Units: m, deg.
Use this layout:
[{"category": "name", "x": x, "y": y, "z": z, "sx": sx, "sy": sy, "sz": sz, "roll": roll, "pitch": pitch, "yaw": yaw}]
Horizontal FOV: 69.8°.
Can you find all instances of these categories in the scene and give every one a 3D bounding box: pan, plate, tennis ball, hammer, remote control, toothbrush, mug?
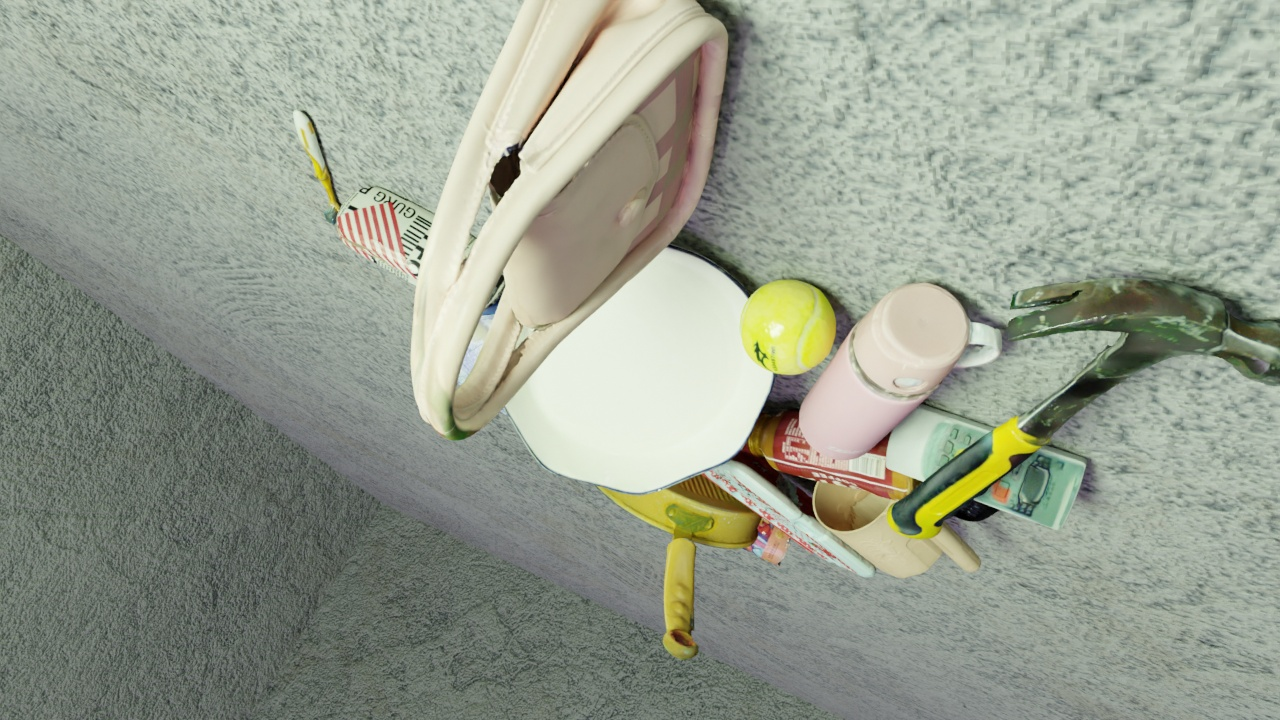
[{"category": "pan", "x": 0.037, "y": 0.168, "z": 0.907, "sx": 0.197, "sy": 0.078, "sz": 0.357, "roll": 21, "pitch": -168, "yaw": -7}, {"category": "plate", "x": -0.004, "y": 0.004, "z": 0.692, "sx": 0.205, "sy": 0.205, "sz": 0.045, "roll": 35, "pitch": -161, "yaw": -17}, {"category": "tennis ball", "x": 0.100, "y": -0.023, "z": 0.626, "sx": 0.065, "sy": 0.065, "sz": 0.065, "roll": 25, "pitch": 160, "yaw": 10}, {"category": "hammer", "x": 0.232, "y": 0.048, "z": 0.575, "sx": 0.126, "sy": 0.031, "sz": 0.324, "roll": 19, "pitch": 150, "yaw": -1}, {"category": "remote control", "x": 0.277, "y": 0.102, "z": 0.752, "sx": 0.053, "sy": 0.024, "sz": 0.136, "roll": 27, "pitch": 160, "yaw": 12}, {"category": "toothbrush", "x": -0.300, "y": -0.174, "z": 0.853, "sx": 0.016, "sy": 0.018, "sz": 0.192, "roll": 26, "pitch": 160, "yaw": 1}, {"category": "mug", "x": 0.232, "y": 0.144, "z": 0.821, "sx": 0.103, "sy": 0.084, "sz": 0.125, "roll": 40, "pitch": 165, "yaw": -34}, {"category": "remote control", "x": 0.253, "y": 0.076, "z": 0.682, "sx": 0.135, "sy": 0.056, "sz": 0.019, "roll": 20, "pitch": -162, "yaw": 23}]

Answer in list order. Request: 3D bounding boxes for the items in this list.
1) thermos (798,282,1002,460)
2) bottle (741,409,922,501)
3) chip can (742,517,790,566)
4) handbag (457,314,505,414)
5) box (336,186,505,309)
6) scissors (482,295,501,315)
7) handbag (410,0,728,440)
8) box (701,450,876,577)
[{"category": "thermos", "x": 0.172, "y": 0.013, "z": 0.630, "sx": 0.087, "sy": 0.067, "sz": 0.199, "roll": 6, "pitch": 158, "yaw": -2}, {"category": "bottle", "x": 0.164, "y": 0.078, "z": 0.793, "sx": 0.175, "sy": 0.057, "sz": 0.057, "roll": 11, "pitch": 153, "yaw": 41}, {"category": "chip can", "x": 0.083, "y": 0.171, "z": 1.104, "sx": 0.215, "sy": 0.071, "sz": 0.071, "roll": 24, "pitch": 160, "yaw": 11}, {"category": "handbag", "x": -0.128, "y": 0.005, "z": 0.947, "sx": 0.194, "sy": 0.075, "sz": 0.134, "roll": 29, "pitch": 155, "yaw": 24}, {"category": "box", "x": -0.196, "y": -0.102, "z": 0.828, "sx": 0.164, "sy": 0.068, "sz": 0.052, "roll": 27, "pitch": 169, "yaw": -3}, {"category": "scissors", "x": -0.093, "y": -0.053, "z": 0.855, "sx": 0.172, "sy": 0.012, "sz": 0.132, "roll": -4, "pitch": -168, "yaw": 5}, {"category": "handbag", "x": -0.048, "y": -0.066, "z": 0.472, "sx": 0.093, "sy": 0.233, "sz": 0.194, "roll": 27, "pitch": 160, "yaw": 8}, {"category": "box", "x": 0.130, "y": 0.136, "z": 0.904, "sx": 0.201, "sy": 0.058, "sz": 0.161, "roll": 38, "pitch": -175, "yaw": -23}]
